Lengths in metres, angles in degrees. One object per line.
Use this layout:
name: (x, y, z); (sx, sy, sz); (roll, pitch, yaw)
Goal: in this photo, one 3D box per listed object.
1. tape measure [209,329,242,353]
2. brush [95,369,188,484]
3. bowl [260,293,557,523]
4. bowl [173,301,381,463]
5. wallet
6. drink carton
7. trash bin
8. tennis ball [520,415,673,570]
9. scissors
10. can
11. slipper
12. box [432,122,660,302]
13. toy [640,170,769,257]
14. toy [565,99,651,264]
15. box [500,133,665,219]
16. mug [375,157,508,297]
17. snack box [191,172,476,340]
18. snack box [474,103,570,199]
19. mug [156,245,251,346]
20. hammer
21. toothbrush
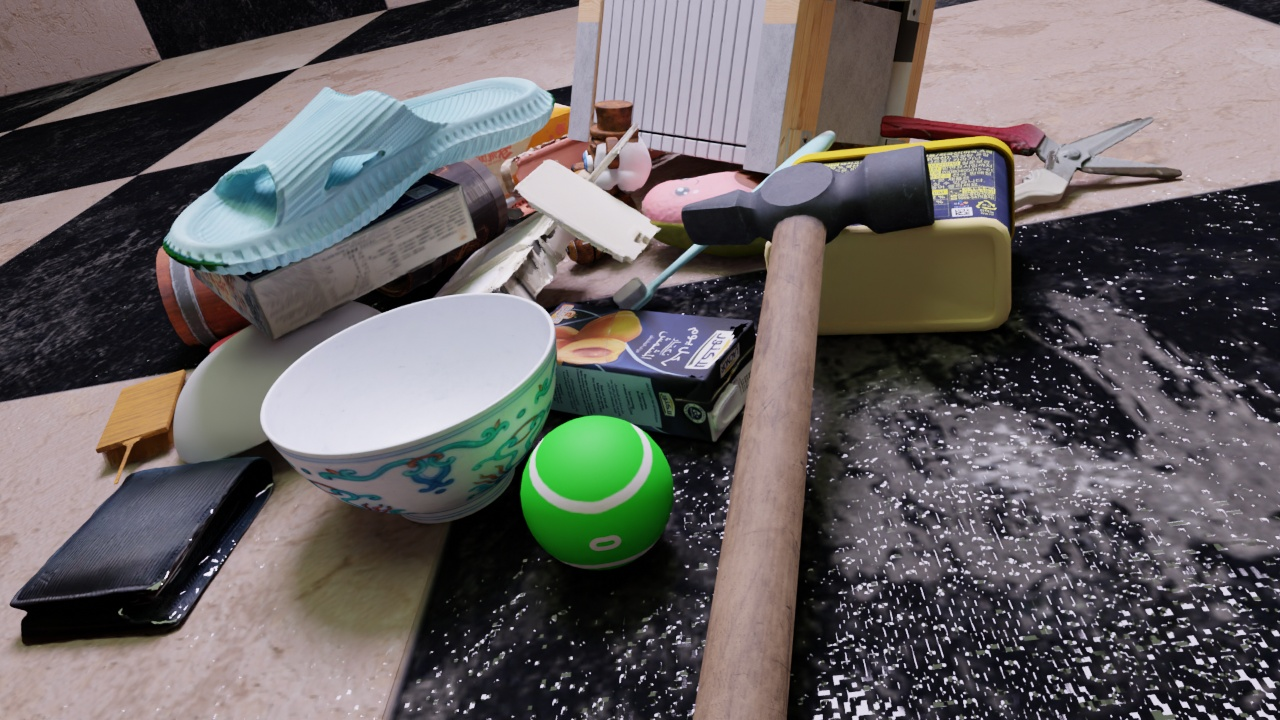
tape measure: (-0.278, -0.007, 0.659); (0.059, 0.019, 0.051); (-27, 33, -9)
brush: (-0.317, 0.046, 0.584); (0.048, 0.017, 0.126); (-19, 30, -9)
bowl: (-0.104, 0.033, 0.460); (0.144, 0.074, 0.143); (-10, 30, 6)
bowl: (-0.229, 0.000, 0.568); (0.150, 0.043, 0.149); (-23, 25, 11)
wallet: (-0.254, 0.091, 0.473); (0.089, 0.026, 0.114); (-9, 30, 12)
drink carton: (-0.003, 0.003, 0.504); (0.130, 0.040, 0.064); (7, 36, 32)
trash bin: (0.077, -0.232, 0.725); (0.142, 0.142, 0.247); (-6, 20, -38)
tennis ball: (-0.018, 0.056, 0.392); (0.065, 0.065, 0.065); (-10, 30, 6)
scissors: (0.250, -0.128, 0.619); (0.199, 0.015, 0.179); (27, 64, 21)
can: (0.147, -0.071, 0.535); (0.135, 0.075, 0.104); (-1, 34, 21)
slipper: (-0.166, -0.136, 0.560); (0.116, 0.069, 0.275); (18, 42, 40)
box: (-0.075, -0.077, 0.581); (0.181, 0.080, 0.143); (-27, 22, 28)
toy: (0.053, -0.103, 0.650); (0.110, 0.051, 0.089); (-1, 35, 15)
toy: (-0.026, -0.135, 0.686); (0.067, 0.113, 0.087); (-3, 28, -6)
box: (-0.049, -0.187, 0.840); (0.186, 0.057, 0.067); (-30, 1, -30)
mug: (-0.181, -0.103, 0.740); (0.116, 0.080, 0.107); (-24, 15, 49)
snack box: (-0.206, -0.083, 0.594); (0.144, 0.043, 0.145); (-33, 38, -28)
snack box: (-0.172, -0.195, 0.875); (0.195, 0.081, 0.145); (-27, 31, -23)
mug: (-0.297, -0.062, 0.717); (0.111, 0.081, 0.117); (-13, 5, -7)
hammer: (0.057, 0.021, 0.386); (0.129, 0.040, 0.320); (-7, 44, 22)
toothbrush: (0.055, -0.091, 0.597); (0.180, 0.016, 0.016); (-39, 47, 1)
